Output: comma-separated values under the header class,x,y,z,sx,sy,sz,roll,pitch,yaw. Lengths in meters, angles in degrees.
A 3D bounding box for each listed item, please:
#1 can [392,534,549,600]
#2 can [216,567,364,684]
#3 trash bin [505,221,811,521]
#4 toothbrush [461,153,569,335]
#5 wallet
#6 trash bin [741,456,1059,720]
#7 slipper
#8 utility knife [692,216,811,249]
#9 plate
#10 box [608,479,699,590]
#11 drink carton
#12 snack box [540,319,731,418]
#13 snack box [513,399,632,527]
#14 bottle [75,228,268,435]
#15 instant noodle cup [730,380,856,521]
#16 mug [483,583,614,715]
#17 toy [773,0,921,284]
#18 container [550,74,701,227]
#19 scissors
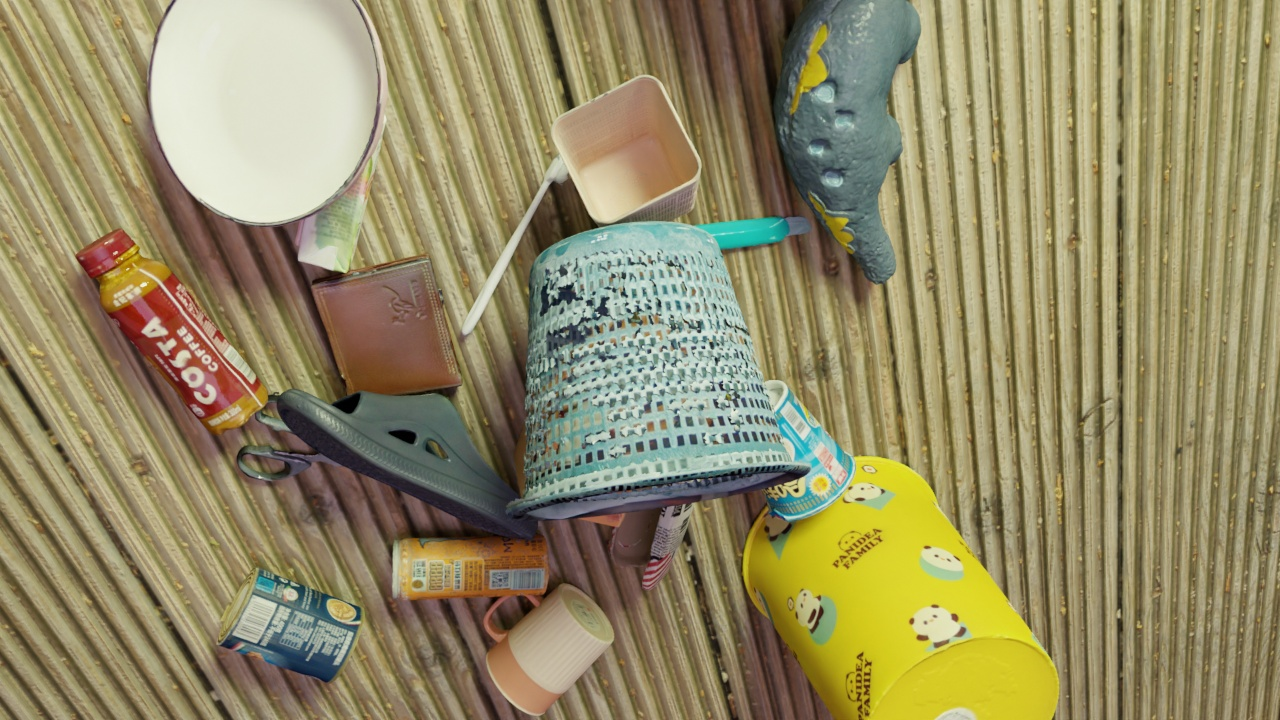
class,x,y,z,sx,sy,sz,roll,pitch,yaw
can,-0.163,0.198,0.882,0.146,0.058,0.058,1,114,-13
can,-0.327,0.247,0.858,0.111,0.075,0.075,30,105,-22
trash bin,0.001,0.009,0.700,0.226,0.227,0.195,-6,77,-10
toothbrush,-0.107,-0.096,0.785,0.016,0.016,0.180,25,106,-28
wallet,-0.214,-0.024,0.785,0.101,0.032,0.125,-14,117,-9
trash bin,0.248,0.255,0.891,0.229,0.255,0.230,-5,115,-11
slipper,-0.190,0.076,0.805,0.268,0.111,0.083,37,65,-35
utility knife,0.073,-0.110,0.820,0.174,0.013,0.029,-9,118,-13
plate,-0.261,-0.192,0.657,0.193,0.039,0.192,2,96,16
box,0.025,0.148,0.887,0.076,0.086,0.163,5,111,-27
drink carton,-0.235,-0.135,0.716,0.045,0.053,0.123,14,110,-17
snack box,-0.005,0.005,0.832,0.174,0.051,0.074,5,112,-15
snack box,-0.056,0.087,0.835,0.094,0.092,0.077,15,109,-19
bottle,-0.373,-0.022,0.734,0.057,0.057,0.175,-28,117,1
instant noodle cup,0.137,0.081,0.881,0.099,0.099,0.110,-35,109,4
mug,-0.101,0.279,0.929,0.114,0.081,0.106,45,97,4
toy,0.175,-0.224,0.749,0.137,0.091,0.357,-10,119,-22
container,-0.007,-0.148,0.718,0.090,0.111,0.090,-27,83,1
scissors,-0.279,0.089,0.834,0.163,0.014,0.165,-26,120,-2
